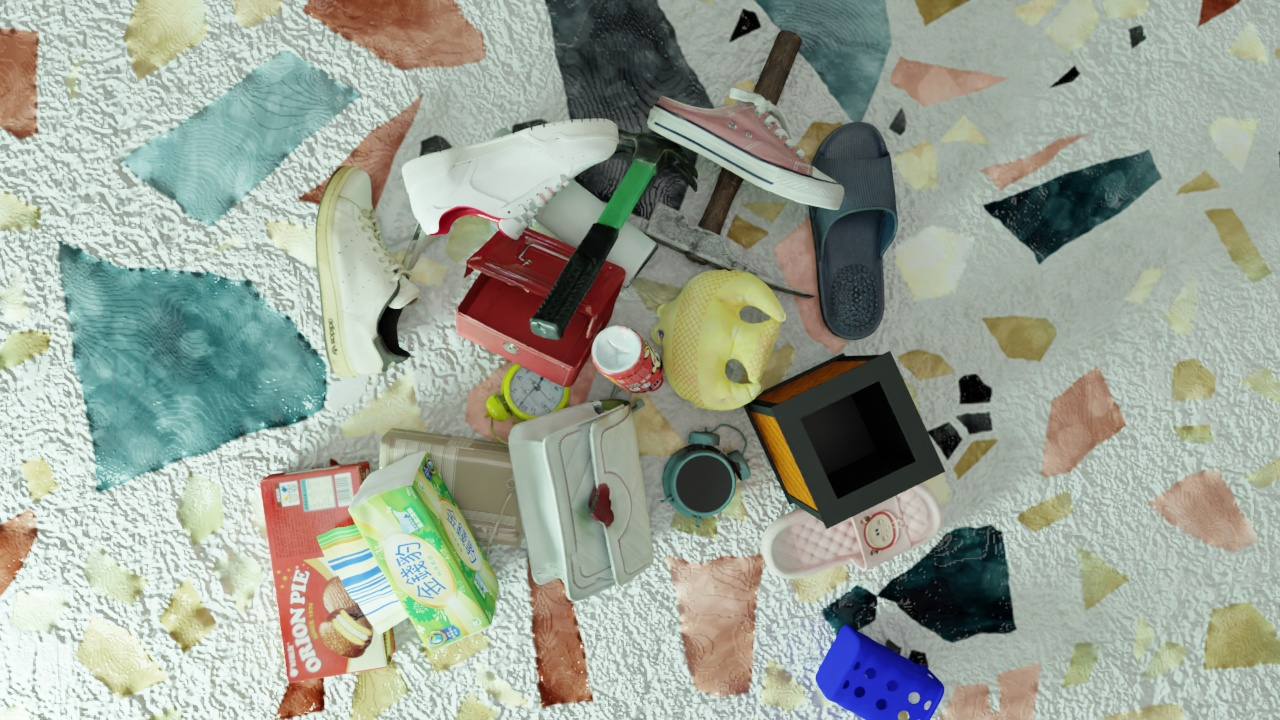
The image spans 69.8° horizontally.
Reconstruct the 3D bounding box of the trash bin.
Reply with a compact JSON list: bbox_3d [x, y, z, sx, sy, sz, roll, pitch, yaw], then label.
[{"bbox_3d":[0.221,0.083,1.041,0.139,0.172,0.139,-25,91,-4],"label":"trash bin"}]

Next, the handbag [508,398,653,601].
[{"bbox_3d":[-0.056,0.155,1.035,0.141,0.096,0.198,-17,103,-35],"label":"handbag"}]

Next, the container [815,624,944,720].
[{"bbox_3d":[0.281,0.383,1.090,0.113,0.084,0.085,29,89,-2],"label":"container"}]

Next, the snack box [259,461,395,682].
[{"bbox_3d":[-0.359,0.241,1.060,0.113,0.060,0.236,-8,90,-5],"label":"snack box"}]

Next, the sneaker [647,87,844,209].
[{"bbox_3d":[0.129,-0.250,1.034,0.241,0.118,0.088,27,104,2],"label":"sneaker"}]

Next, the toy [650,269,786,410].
[{"bbox_3d":[0.083,-0.026,1.076,0.155,0.064,0.170,16,90,20],"label":"toy"}]

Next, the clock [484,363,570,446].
[{"bbox_3d":[-0.129,0.047,1.076,0.083,0.057,0.119,33,82,-5],"label":"clock"}]

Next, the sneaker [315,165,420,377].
[{"bbox_3d":[-0.305,-0.101,1.047,0.102,0.089,0.241,0,94,5],"label":"sneaker"}]

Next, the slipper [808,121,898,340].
[{"bbox_3d":[0.255,-0.156,1.089,0.101,0.082,0.263,0,90,-2],"label":"slipper"}]

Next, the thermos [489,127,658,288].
[{"bbox_3d":[-0.088,-0.178,1.074,0.230,0.068,0.068,36,88,-2],"label":"thermos"}]

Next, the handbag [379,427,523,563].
[{"bbox_3d":[-0.222,0.191,1.081,0.175,0.062,0.198,8,98,-3],"label":"handbag"}]

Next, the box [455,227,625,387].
[{"bbox_3d":[-0.113,-0.064,1.041,0.157,0.136,0.127,24,130,6],"label":"box"}]

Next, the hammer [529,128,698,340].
[{"bbox_3d":[-0.036,-0.143,0.996,0.130,0.032,0.317,18,53,13],"label":"hammer"}]

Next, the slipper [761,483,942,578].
[{"bbox_3d":[0.252,0.202,1.095,0.221,0.055,0.107,-16,103,-1],"label":"slipper"}]

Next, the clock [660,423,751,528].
[{"bbox_3d":[0.081,0.133,1.092,0.090,0.053,0.124,35,85,-3],"label":"clock"}]

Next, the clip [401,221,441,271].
[{"bbox_3d":[-0.256,-0.154,1.071,0.043,0.102,0.054,32,44,-6],"label":"clip"}]

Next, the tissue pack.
[{"bbox_3d":[-0.262,0.220,1.008,0.141,0.120,0.198,-24,98,3],"label":"tissue pack"}]

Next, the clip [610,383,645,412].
[{"bbox_3d":[-0.033,0.066,1.100,0.061,0.023,0.075,40,86,-1],"label":"clip"}]

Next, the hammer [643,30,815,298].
[{"bbox_3d":[0.159,-0.241,1.106,0.217,0.037,0.300,23,88,-3],"label":"hammer"}]

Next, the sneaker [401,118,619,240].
[{"bbox_3d":[-0.131,-0.187,0.995,0.236,0.090,0.104,-15,93,-4],"label":"sneaker"}]

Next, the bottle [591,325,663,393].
[{"bbox_3d":[-0.006,0.006,1.045,0.062,0.137,0.062,-5,75,17],"label":"bottle"}]
